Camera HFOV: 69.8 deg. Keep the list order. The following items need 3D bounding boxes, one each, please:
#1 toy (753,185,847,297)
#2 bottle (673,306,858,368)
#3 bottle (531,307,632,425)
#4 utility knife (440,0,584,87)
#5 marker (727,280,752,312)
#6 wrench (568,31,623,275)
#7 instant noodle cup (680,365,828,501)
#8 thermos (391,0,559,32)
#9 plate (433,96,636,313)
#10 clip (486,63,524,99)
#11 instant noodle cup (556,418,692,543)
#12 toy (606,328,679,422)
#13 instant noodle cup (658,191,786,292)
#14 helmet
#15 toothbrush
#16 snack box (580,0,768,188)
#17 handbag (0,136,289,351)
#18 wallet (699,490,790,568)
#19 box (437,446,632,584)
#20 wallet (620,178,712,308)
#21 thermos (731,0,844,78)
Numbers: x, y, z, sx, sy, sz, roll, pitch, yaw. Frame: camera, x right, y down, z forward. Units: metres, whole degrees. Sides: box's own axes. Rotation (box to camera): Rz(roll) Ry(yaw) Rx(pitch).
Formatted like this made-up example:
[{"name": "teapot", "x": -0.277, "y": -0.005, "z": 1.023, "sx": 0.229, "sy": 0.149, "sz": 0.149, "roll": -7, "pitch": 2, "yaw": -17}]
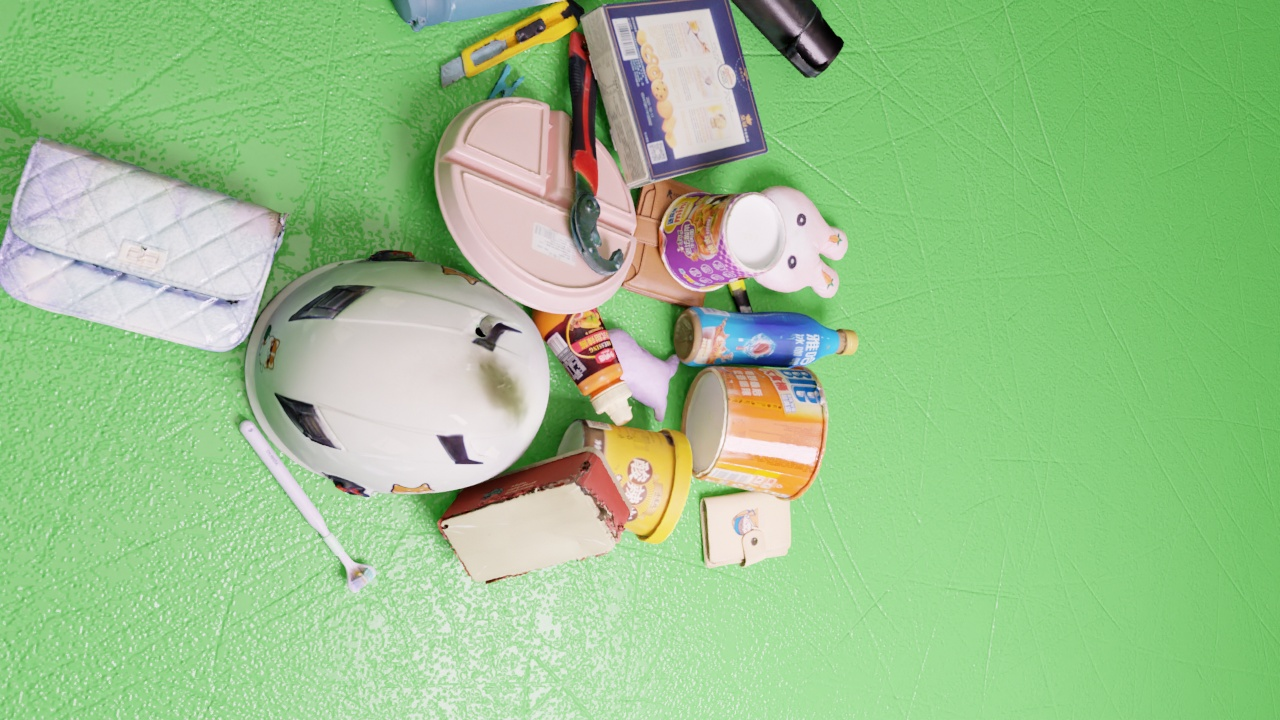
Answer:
[{"name": "toy", "x": 0.184, "y": -0.134, "z": 1.071, "sx": 0.159, "sy": 0.054, "sz": 0.121, "roll": 15, "pitch": 84, "yaw": -34}, {"name": "bottle", "x": 0.146, "y": -0.024, "z": 1.032, "sx": 0.218, "sy": 0.065, "sz": 0.065, "roll": 2, "pitch": 90, "yaw": -24}, {"name": "bottle", "x": -0.052, "y": -0.002, "z": 0.922, "sx": 0.066, "sy": 0.067, "sz": 0.149, "roll": -27, "pitch": 82, "yaw": -24}, {"name": "utility knife", "x": -0.128, "y": -0.321, "z": 0.926, "sx": 0.180, "sy": 0.015, "sz": 0.033, "roll": -36, "pitch": 103, "yaw": -22}, {"name": "marker", "x": 0.117, "y": -0.067, "z": 1.057, "sx": 0.018, "sy": 0.015, "sz": 0.124, "roll": -26, "pitch": 105, "yaw": -20}, {"name": "wrench", "x": -0.052, "y": -0.213, "z": 0.919, "sx": 0.056, "sy": 0.016, "sz": 0.273, "roll": 10, "pitch": 67, "yaw": -41}, {"name": "instant noodle cup", "x": 0.116, "y": 0.073, "z": 0.991, "sx": 0.111, "sy": 0.151, "sz": 0.151, "roll": 8, "pitch": 87, "yaw": -19}, {"name": "thermos", "x": -0.135, "y": -0.375, "z": 0.894, "sx": 0.220, "sy": 0.070, "sz": 0.070, "roll": -21, "pitch": 100, "yaw": -25}, {"name": "plate", "x": -0.091, "y": -0.157, "z": 0.894, "sx": 0.229, "sy": 0.028, "sz": 0.229, "roll": 17, "pitch": 62, "yaw": -36}, {"name": "clip", "x": -0.139, "y": -0.271, "z": 0.922, "sx": 0.047, "sy": 0.014, "sz": 0.057, "roll": 34, "pitch": 75, "yaw": -26}, {"name": "instant noodle cup", "x": -0.023, "y": 0.117, "z": 0.936, "sx": 0.114, "sy": 0.119, "sz": 0.118, "roll": 17, "pitch": 83, "yaw": -18}, {"name": "toy", "x": -0.006, "y": 0.006, "z": 0.982, "sx": 0.108, "sy": 0.039, "sz": 0.083, "roll": 31, "pitch": 59, "yaw": -22}, {"name": "instant noodle cup", "x": 0.092, "y": -0.128, "z": 0.965, "sx": 0.111, "sy": 0.099, "sz": 0.111, "roll": -2, "pitch": 93, "yaw": -33}, {"name": "helmet", "x": -0.200, "y": 0.016, "z": 0.817, "sx": 0.273, "sy": 0.157, "sz": 0.230, "roll": 13, "pitch": 84, "yaw": -27}, {"name": "toothbrush", "x": -0.307, "y": 0.133, "z": 0.840, "sx": 0.029, "sy": 0.021, "sz": 0.189, "roll": -42, "pitch": 107, "yaw": -35}, {"name": "snack box", "x": 0.041, "y": -0.290, "z": 0.977, "sx": 0.182, "sy": 0.046, "sz": 0.178, "roll": -21, "pitch": 99, "yaw": -37}, {"name": "handbag", "x": -0.405, "y": -0.089, "z": 0.756, "sx": 0.193, "sy": 0.076, "sz": 0.134, "roll": 16, "pitch": 83, "yaw": -27}, {"name": "wallet", "x": 0.124, "y": 0.194, "z": 1.060, "sx": 0.115, "sy": 0.024, "sz": 0.087, "roll": -5, "pitch": 94, "yaw": -28}, {"name": "box", "x": -0.101, "y": 0.153, "z": 0.858, "sx": 0.091, "sy": 0.169, "sz": 0.075, "roll": 62, "pitch": 25, "yaw": -18}, {"name": "wallet", "x": 0.034, "y": -0.130, "z": 1.005, "sx": 0.107, "sy": 0.031, "sz": 0.131, "roll": 15, "pitch": 83, "yaw": -28}, {"name": "thermos", "x": 0.128, "y": -0.417, "z": 1.018, "sx": 0.242, "sy": 0.069, "sz": 0.089, "roll": 40, "pitch": 39, "yaw": -21}]
